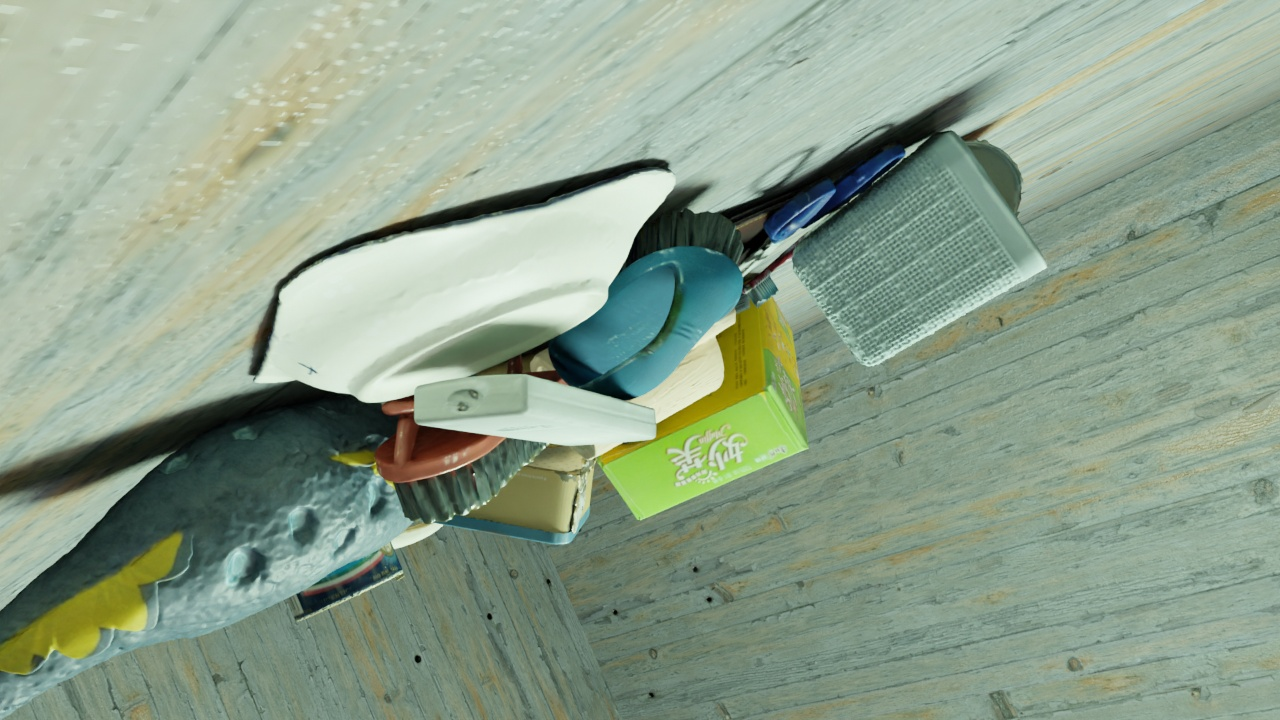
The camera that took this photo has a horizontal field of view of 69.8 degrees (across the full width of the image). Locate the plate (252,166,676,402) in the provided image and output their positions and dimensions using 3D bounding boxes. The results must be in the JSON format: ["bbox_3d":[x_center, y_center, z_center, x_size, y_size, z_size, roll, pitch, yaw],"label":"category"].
[{"bbox_3d":[-0.069,-0.020,0.381,0.163,0.034,0.165,-21,174,-30],"label":"plate"}]

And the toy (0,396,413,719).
[{"bbox_3d":[-0.184,0.080,0.480,0.138,0.091,0.355,-49,168,27],"label":"toy"}]

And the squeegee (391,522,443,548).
[{"bbox_3d":[-0.227,0.142,0.767,0.247,0.039,0.246,-9,173,31],"label":"squeegee"}]

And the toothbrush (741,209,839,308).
[{"bbox_3d":[0.108,-0.072,0.607,0.016,0.017,0.187,-35,-178,36],"label":"toothbrush"}]

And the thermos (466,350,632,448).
[{"bbox_3d":[-0.058,0.026,0.684,0.143,0.093,0.093,-10,168,-36],"label":"thermos"}]

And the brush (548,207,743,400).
[{"bbox_3d":[-0.002,-0.018,0.463,0.055,0.073,0.144,22,149,-26],"label":"brush"}]

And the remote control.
[{"bbox_3d":[-0.042,0.025,0.426,0.056,0.019,0.135,-7,169,24],"label":"remote control"}]

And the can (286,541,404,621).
[{"bbox_3d":[-0.214,0.109,0.613,0.075,0.111,0.075,-24,176,-2],"label":"can"}]

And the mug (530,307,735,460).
[{"bbox_3d":[-0.004,0.003,0.597,0.103,0.084,0.125,-30,178,-21],"label":"mug"}]

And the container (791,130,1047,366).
[{"bbox_3d":[0.153,-0.062,0.532,0.112,0.090,0.089,-35,-176,17],"label":"container"}]

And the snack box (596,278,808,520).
[{"bbox_3d":[0.054,0.026,0.800,0.158,0.070,0.209,-26,-156,18],"label":"snack box"}]

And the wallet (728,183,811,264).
[{"bbox_3d":[0.044,-0.067,0.544,0.122,0.020,0.096,-25,176,-24],"label":"wallet"}]

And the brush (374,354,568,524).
[{"bbox_3d":[-0.089,0.028,0.478,0.063,0.069,0.145,-5,-165,19],"label":"brush"}]

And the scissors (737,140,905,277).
[{"bbox_3d":[0.090,-0.077,0.529,0.147,0.012,0.169,-32,176,6],"label":"scissors"}]

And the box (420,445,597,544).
[{"bbox_3d":[-0.128,0.088,0.697,0.184,0.059,0.089,7,-172,10],"label":"box"}]

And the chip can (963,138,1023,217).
[{"bbox_3d":[0.220,-0.104,0.710,0.073,0.073,0.216,-25,175,0],"label":"chip can"}]
